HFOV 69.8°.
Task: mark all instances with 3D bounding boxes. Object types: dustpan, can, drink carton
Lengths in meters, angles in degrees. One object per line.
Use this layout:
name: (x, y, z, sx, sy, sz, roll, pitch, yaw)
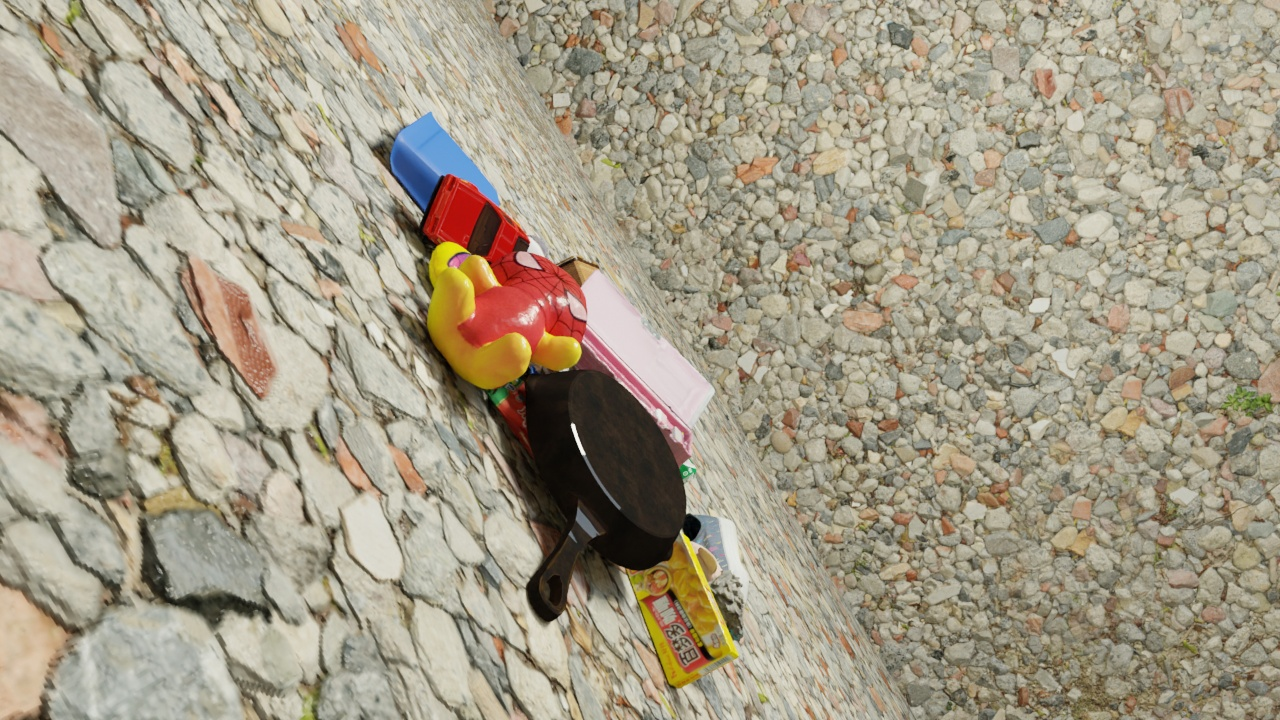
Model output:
dustpan: (-0.214, -0.191, 1.183, 0.257, 0.059, 0.245, 46, 12, -18)
can: (0.049, 0.155, 1.497, 0.101, 0.053, 0.053, 60, 9, 5)
drink carton: (-0.178, -0.166, 1.308, 0.069, 0.039, 0.122, 46, -10, -35)

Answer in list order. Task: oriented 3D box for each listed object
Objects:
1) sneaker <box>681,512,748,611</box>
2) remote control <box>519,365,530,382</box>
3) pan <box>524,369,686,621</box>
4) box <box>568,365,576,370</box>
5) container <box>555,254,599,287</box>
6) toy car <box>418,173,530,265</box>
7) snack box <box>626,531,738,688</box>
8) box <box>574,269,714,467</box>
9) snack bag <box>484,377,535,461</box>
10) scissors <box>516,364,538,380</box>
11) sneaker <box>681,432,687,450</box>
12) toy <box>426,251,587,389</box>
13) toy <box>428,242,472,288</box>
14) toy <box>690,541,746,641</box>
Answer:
sneaker: (0.093, 0.291, 1.271, 0.079, 0.088, 0.235, 21, 21, -9)
remote control: (-0.154, -0.016, 1.069, 0.124, 0.010, 0.039, 59, 8, 4)
pan: (-0.037, 0.127, 0.892, 0.249, 0.043, 0.355, 52, 22, -12)
box: (-0.051, 0.052, 1.157, 0.107, 0.095, 0.216, 22, 17, -9)
container: (-0.091, -0.106, 1.319, 0.061, 0.063, 0.114, 66, 13, 8)
toy car: (-0.187, -0.145, 1.057, 0.056, 0.081, 0.189, 17, -8, 24)
snack box: (0.042, 0.266, 0.988, 0.025, 0.075, 0.152, 51, 11, -51)
box: (-0.013, 0.012, 1.137, 0.233, 0.059, 0.179, 46, 29, -10)
snack bag: (-0.122, 0.054, 0.945, 0.155, 0.044, 0.087, 52, 18, -5)
scissors: (-0.115, 0.049, 1.014, 0.132, 0.015, 0.109, 59, 19, 7)
sneaker: (0.028, 0.107, 1.271, 0.091, 0.117, 0.241, 52, 35, 3)
toy: (-0.125, -0.043, 0.924, 0.147, 0.099, 0.215, 55, 24, 1)
toy: (-0.192, -0.081, 0.975, 0.094, 0.041, 0.095, 34, 35, -62)
toy: (0.063, 0.261, 1.080, 0.176, 0.076, 0.133, 45, -45, 32)
